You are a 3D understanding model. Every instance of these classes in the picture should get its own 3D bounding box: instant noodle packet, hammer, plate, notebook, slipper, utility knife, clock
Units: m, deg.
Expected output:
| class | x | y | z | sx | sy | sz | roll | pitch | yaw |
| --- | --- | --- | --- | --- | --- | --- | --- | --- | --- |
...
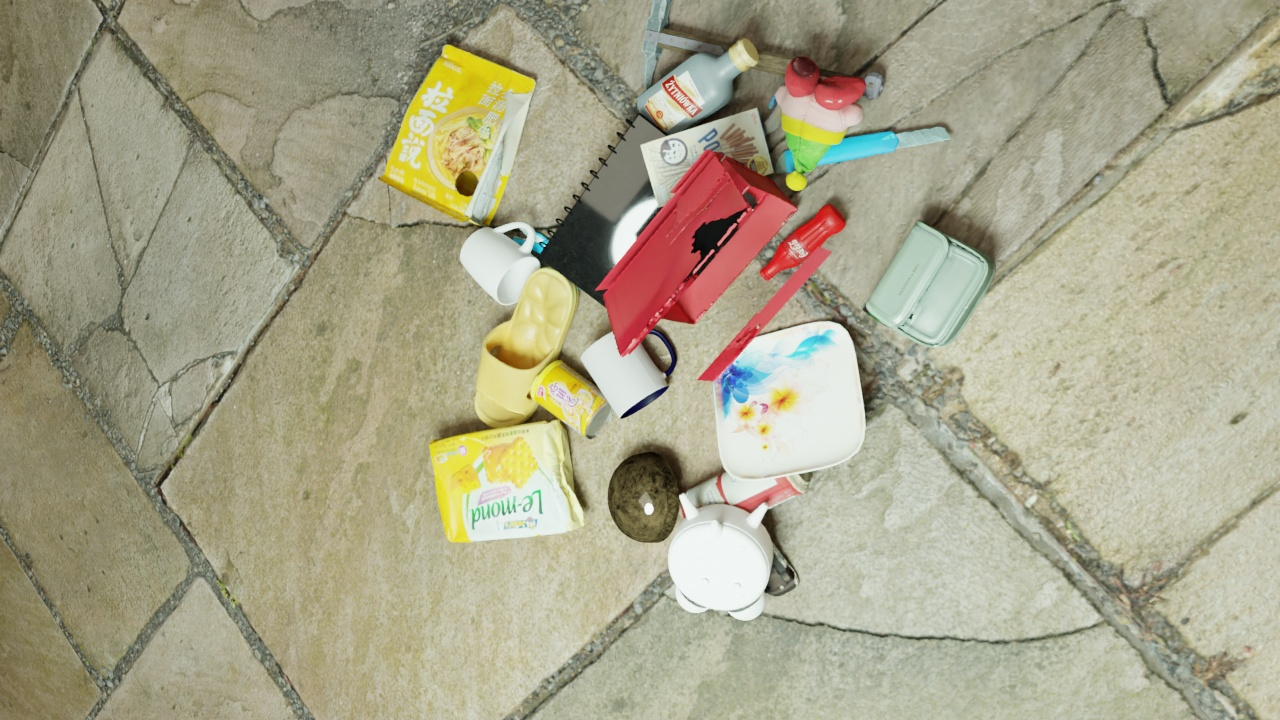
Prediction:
| class | x | y | z | sx | sy | sz | roll | pitch | yaw |
| --- | --- | --- | --- | --- | --- | --- | --- | --- | --- |
| instant noodle packet | -0.255 | -0.320 | 1.302 | 0.163 | 0.084 | 0.222 | 27 | 100 | 19 |
| hammer | 0.143 | -0.364 | 1.124 | 0.317 | 0.028 | 0.147 | 21 | 112 | 23 |
| plate | 0.180 | 0.051 | 1.121 | 0.187 | 0.016 | 0.186 | -15 | 63 | 26 |
| notebook | -0.009 | -0.179 | 1.192 | 0.169 | 0.019 | 0.232 | 37 | 111 | -5 |
| slipper | -0.170 | -0.009 | 1.288 | 0.099 | 0.078 | 0.264 | 33 | 110 | 16 |
| utility knife | 0.258 | -0.250 | 1.087 | 0.210 | 0.015 | 0.031 | -3 | 95 | 30 |
| clock | 0.097 | 0.249 | 1.132 | 0.125 | 0.072 | 0.161 | 5 | 114 | 15 |

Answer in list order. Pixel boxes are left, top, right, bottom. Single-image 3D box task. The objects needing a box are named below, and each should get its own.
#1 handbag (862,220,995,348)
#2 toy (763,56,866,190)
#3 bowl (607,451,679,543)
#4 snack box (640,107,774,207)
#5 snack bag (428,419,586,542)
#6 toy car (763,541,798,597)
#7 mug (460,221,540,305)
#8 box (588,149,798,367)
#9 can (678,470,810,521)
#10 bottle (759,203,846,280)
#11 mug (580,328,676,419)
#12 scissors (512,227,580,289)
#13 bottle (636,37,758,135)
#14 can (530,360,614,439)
| class | x | y | z | sx | sy | sz | roll | pitch | yaw |
| --- | --- | --- | --- | --- | --- | --- | --- | --- | --- |
| handbag | 0.329 | -0.082 | 1.043 | 0.106 | 0.067 | 0.122 | 34 | 109 | 20 |
| toy | 0.192 | -0.276 | 1.071 | 0.124 | 0.131 | 0.096 | 28 | 62 | 22 |
| bowl | -0.008 | 0.183 | 1.212 | 0.121 | 0.056 | 0.121 | 0 | 90 | 55 |
| snack box | 0.082 | -0.249 | 1.130 | 0.150 | 0.026 | 0.082 | -16 | 101 | 8 |
| snack bag | -0.197 | 0.175 | 1.327 | 0.248 | 0.068 | 0.159 | -10 | 92 | 27 |
| toy car | 0.158 | 0.255 | 1.182 | 0.049 | 0.040 | 0.113 | -33 | 99 | 25 |
| mug | -0.191 | -0.149 | 1.282 | 0.087 | 0.080 | 0.114 | 40 | 109 | 24 |
| box | 0.048 | -0.127 | 1.040 | 0.124 | 0.314 | 0.211 | 44 | 111 | 5 |
| can | 0.131 | 0.167 | 1.167 | 0.171 | 0.067 | 0.067 | -31 | 82 | 26 |
| bottle | 0.194 | -0.140 | 1.119 | 0.119 | 0.036 | 0.036 | -41 | 78 | 24 |
| mug | -0.007 | 0.007 | 1.218 | 0.112 | 0.079 | 0.097 | -33 | 80 | -3 |
| scissors | -0.129 | -0.145 | 1.290 | 0.141 | 0.014 | 0.090 | 18 | 105 | 21 |
| bottle | 0.073 | -0.337 | 1.131 | 0.162 | 0.046 | 0.072 | -27 | 96 | 37 |
| can | -0.093 | 0.053 | 1.263 | 0.105 | 0.067 | 0.068 | 35 | 109 | 18 |
